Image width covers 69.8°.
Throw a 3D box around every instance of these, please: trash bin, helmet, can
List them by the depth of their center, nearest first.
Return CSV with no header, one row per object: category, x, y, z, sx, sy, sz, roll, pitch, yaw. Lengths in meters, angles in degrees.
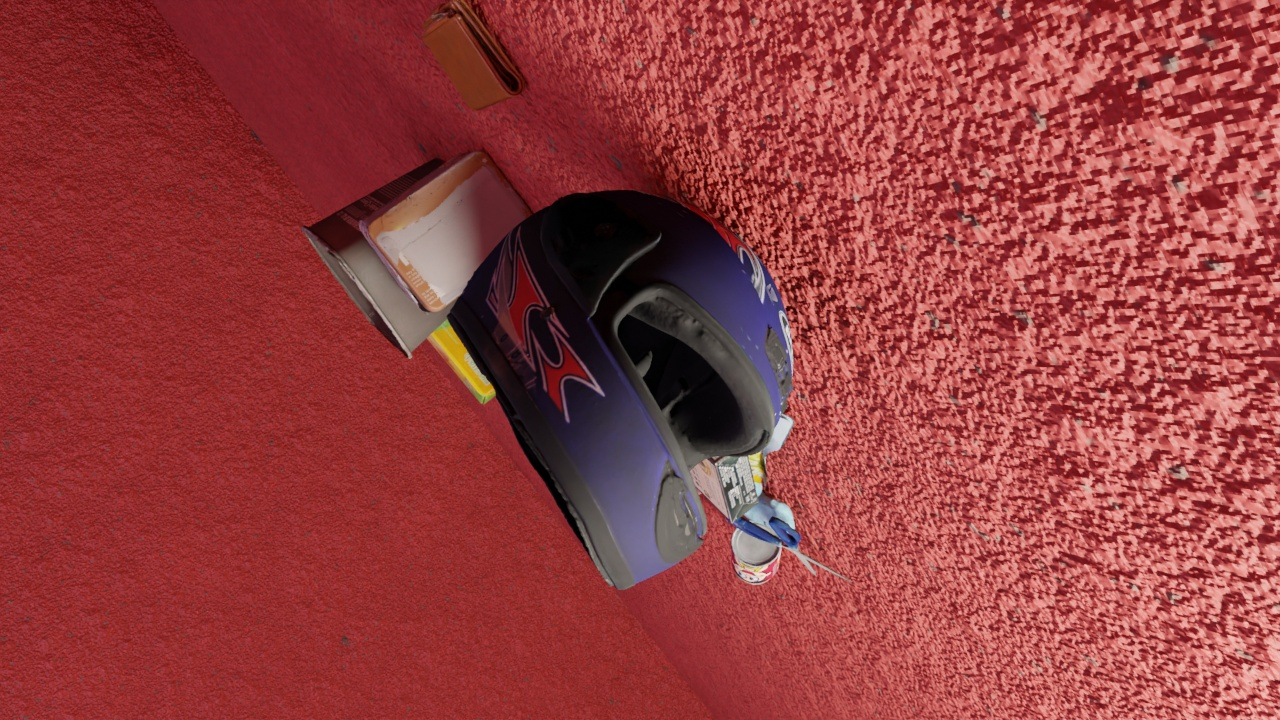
helmet,0.003,-0.001,0.728,0.315,0.240,0.247,51,169,43
can,0.155,0.260,1.235,0.066,0.066,0.094,43,163,24
trash bin,-0.322,-0.159,1.306,0.199,0.219,0.199,33,157,48

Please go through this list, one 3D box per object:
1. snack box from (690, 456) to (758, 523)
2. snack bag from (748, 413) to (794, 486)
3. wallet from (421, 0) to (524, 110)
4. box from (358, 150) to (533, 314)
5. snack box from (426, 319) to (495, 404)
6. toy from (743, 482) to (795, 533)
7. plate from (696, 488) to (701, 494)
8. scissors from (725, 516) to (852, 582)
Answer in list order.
snack box,0.067,0.103,1.013,0.125,0.053,0.113,43,160,41
snack bag,0.110,0.067,0.982,0.110,0.038,0.191,56,167,23
wallet,-0.173,-0.304,0.920,0.108,0.031,0.132,54,163,-22
box,-0.232,-0.160,1.141,0.148,0.181,0.146,36,160,51
snack box,-0.255,-0.060,1.456,0.210,0.157,0.070,50,163,1
toy,0.117,0.148,1.120,0.161,0.049,0.156,20,149,52
plate,-0.014,0.130,1.260,0.229,0.028,0.230,14,152,7
scissors,0.176,0.223,1.113,0.162,0.012,0.175,19,158,32
